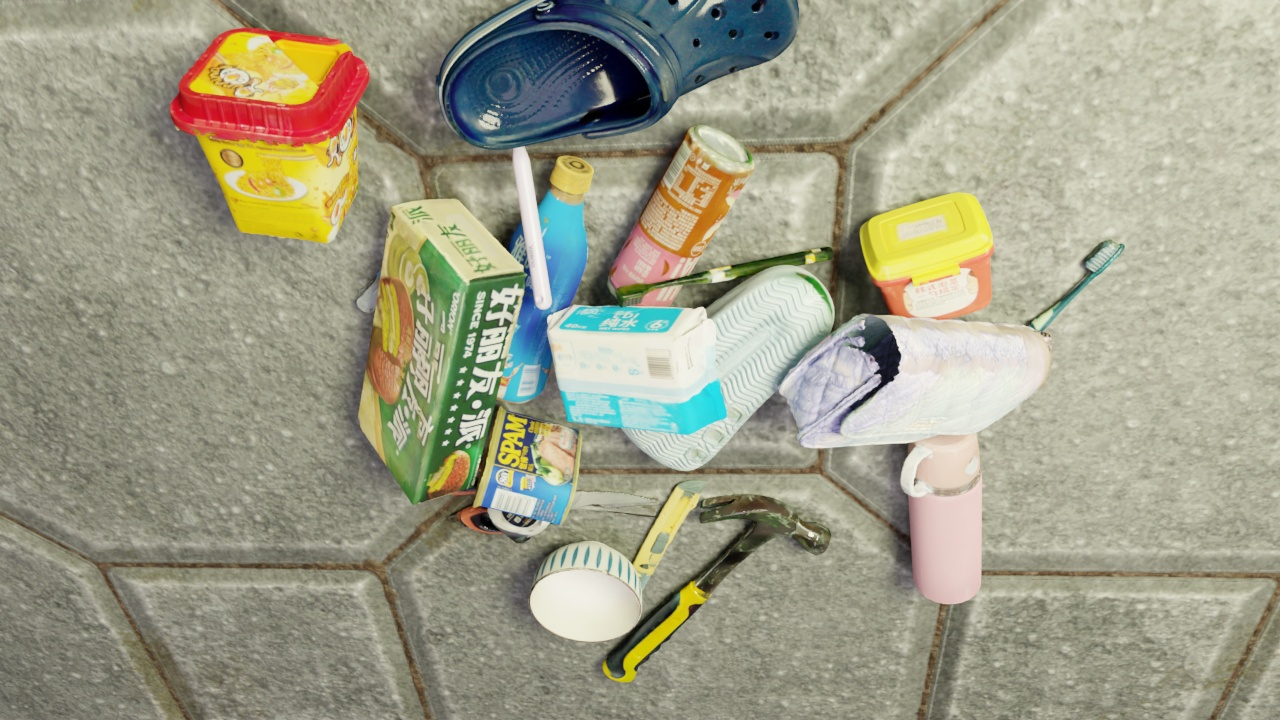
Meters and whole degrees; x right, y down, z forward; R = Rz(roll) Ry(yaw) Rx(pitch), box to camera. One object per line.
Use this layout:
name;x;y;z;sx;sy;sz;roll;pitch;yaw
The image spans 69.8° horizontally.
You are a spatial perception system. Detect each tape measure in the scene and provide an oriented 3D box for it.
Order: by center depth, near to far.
tape measure;-0.115;0.140;0.896;0.066;0.033;0.066;-32;118;20

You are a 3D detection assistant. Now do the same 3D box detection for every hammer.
hammer;0.053;0.252;0.982;0.126;0.031;0.324;29;123;-15

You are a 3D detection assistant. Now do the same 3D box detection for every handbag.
handbag;0.215;0.018;0.717;0.193;0.075;0.135;-1;150;-35

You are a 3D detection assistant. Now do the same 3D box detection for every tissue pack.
tissue pack;-0.004;0.004;0.718;0.140;0.063;0.090;3;121;24

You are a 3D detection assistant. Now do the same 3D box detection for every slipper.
slipper;-0.015;-0.205;0.603;0.253;0.095;0.105;-18;136;3
slipper;0.065;0.002;0.775;0.104;0.074;0.246;38;128;-10

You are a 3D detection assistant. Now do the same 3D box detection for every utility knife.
utility knife;0.019;0.190;0.954;0.031;0.020;0.199;18;129;-10

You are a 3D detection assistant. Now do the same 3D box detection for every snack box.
snack box;0.224;-0.073;0.710;0.091;0.081;0.080;-15;133;16
snack box;-0.171;-0.004;0.764;0.063;0.114;0.241;-14;138;-39

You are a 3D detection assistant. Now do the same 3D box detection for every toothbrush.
toothbrush;-0.087;-0.131;0.681;0.029;0.021;0.189;-6;99;22
toothbrush;0.068;-0.067;0.722;0.185;0.012;0.017;-13;145;-16
toothbrush;0.328;-0.028;0.771;0.018;0.016;0.192;33;122;-6

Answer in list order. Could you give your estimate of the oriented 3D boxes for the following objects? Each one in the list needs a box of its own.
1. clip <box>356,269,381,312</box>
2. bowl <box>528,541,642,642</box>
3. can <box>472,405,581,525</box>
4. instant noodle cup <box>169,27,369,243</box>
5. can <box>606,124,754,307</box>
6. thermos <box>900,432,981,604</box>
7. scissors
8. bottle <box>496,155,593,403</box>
clip;-0.224;-0.062;0.791;0.058;0.041;0.026;-37;116;27
bowl;-0.055;0.231;0.954;0.116;0.066;0.117;3;126;3
can;-0.102;0.097;0.843;0.083;0.101;0.057;15;125;-10
instant noodle cup;-0.261;-0.160;0.674;0.116;0.116;0.124;7;137;-1
can;0.029;-0.107;0.713;0.058;0.057;0.148;24;124;-12
thermos;0.278;0.144;0.856;0.067;0.087;0.199;27;143;43
scissors;-0.094;0.149;0.932;0.205;0.015;0.198;38;119;-20
bottle;-0.084;-0.064;0.749;0.065;0.065;0.219;17;125;-7
